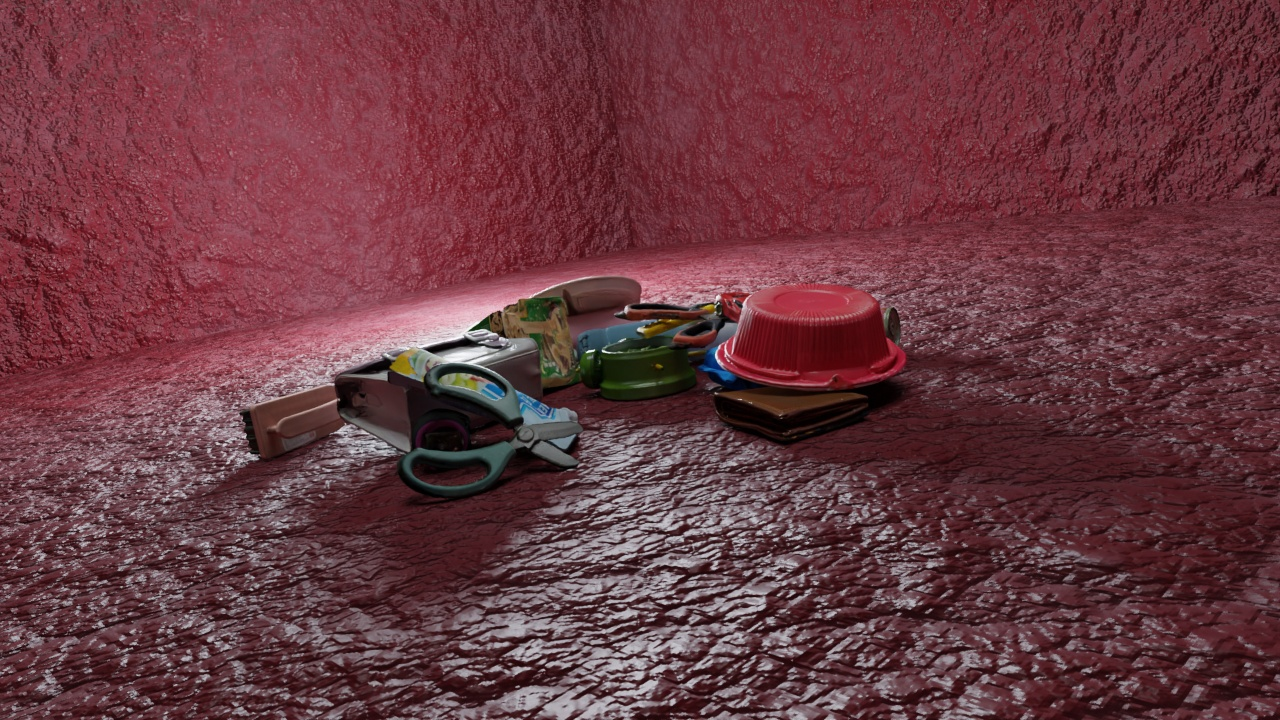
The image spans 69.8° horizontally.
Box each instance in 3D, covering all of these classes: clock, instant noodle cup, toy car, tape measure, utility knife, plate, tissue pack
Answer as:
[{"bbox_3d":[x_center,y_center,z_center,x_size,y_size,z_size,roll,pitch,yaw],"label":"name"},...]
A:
[{"bbox_3d":[-0.007,0.006,1.110,0.161,0.056,0.115,0,13,40],"label":"clock"},{"bbox_3d":[0.172,-0.032,0.933,0.194,0.066,0.193,-3,19,1],"label":"instant noodle cup"},{"bbox_3d":[0.130,-0.056,1.075,0.049,0.031,0.106,-7,26,-23],"label":"toy car"},{"bbox_3d":[-0.191,0.075,0.884,0.057,0.057,0.039,-3,8,-14],"label":"tape measure"},{"bbox_3d":[0.049,-0.054,1.168,0.033,0.015,0.154,5,19,41],"label":"utility knife"},{"bbox_3d":[-0.104,-0.069,1.428,0.229,0.028,0.230,-16,-15,-5],"label":"plate"},{"bbox_3d":[0.151,-0.002,1.041,0.157,0.052,0.095,-13,12,-22],"label":"tissue pack"}]

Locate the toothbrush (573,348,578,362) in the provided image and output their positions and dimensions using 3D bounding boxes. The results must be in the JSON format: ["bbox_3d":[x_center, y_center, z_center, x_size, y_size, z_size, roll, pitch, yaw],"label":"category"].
[{"bbox_3d":[-0.182,0.018,1.268,0.224,0.026,0.027,-16,33,-35],"label":"toothbrush"}]

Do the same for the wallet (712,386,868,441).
[{"bbox_3d":[0.141,0.044,0.870,0.101,0.032,0.125,-10,11,-25],"label":"wallet"}]

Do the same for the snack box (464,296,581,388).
[{"bbox_3d":[-0.160,-0.014,1.199,0.106,0.118,0.117,-14,-4,40],"label":"snack box"}]

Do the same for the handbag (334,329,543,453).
[{"bbox_3d":[-0.229,0.025,1.054,0.145,0.098,0.196,5,16,39],"label":"handbag"}]

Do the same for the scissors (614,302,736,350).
[{"bbox_3d":[0.080,-0.051,1.121,0.189,0.015,0.221,17,26,38],"label":"scissors"}]

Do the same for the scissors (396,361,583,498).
[{"bbox_3d":[-0.142,0.053,0.838,0.172,0.019,0.178,-11,53,-19],"label":"scissors"}]

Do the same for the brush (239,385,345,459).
[{"bbox_3d":[-0.392,0.067,1.079,0.073,0.063,0.145,-7,8,27],"label":"brush"}]

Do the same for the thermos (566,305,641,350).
[{"bbox_3d":[-0.097,-0.043,1.371,0.198,0.087,0.067,-10,42,-20],"label":"thermos"}]

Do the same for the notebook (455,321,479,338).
[{"bbox_3d":[-0.262,-0.016,1.350,0.145,0.010,0.207,-42,19,-21],"label":"notebook"}]

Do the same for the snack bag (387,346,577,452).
[{"bbox_3d":[-0.150,0.039,0.916,0.191,0.039,0.110,21,2,2],"label":"snack bag"}]

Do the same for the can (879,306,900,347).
[{"bbox_3d":[0.240,-0.035,1.131,0.147,0.058,0.057,-2,12,32],"label":"can"}]

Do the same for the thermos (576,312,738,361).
[{"bbox_3d":[0.023,-0.024,1.232,0.220,0.070,0.070,-9,11,-1],"label":"thermos"}]
